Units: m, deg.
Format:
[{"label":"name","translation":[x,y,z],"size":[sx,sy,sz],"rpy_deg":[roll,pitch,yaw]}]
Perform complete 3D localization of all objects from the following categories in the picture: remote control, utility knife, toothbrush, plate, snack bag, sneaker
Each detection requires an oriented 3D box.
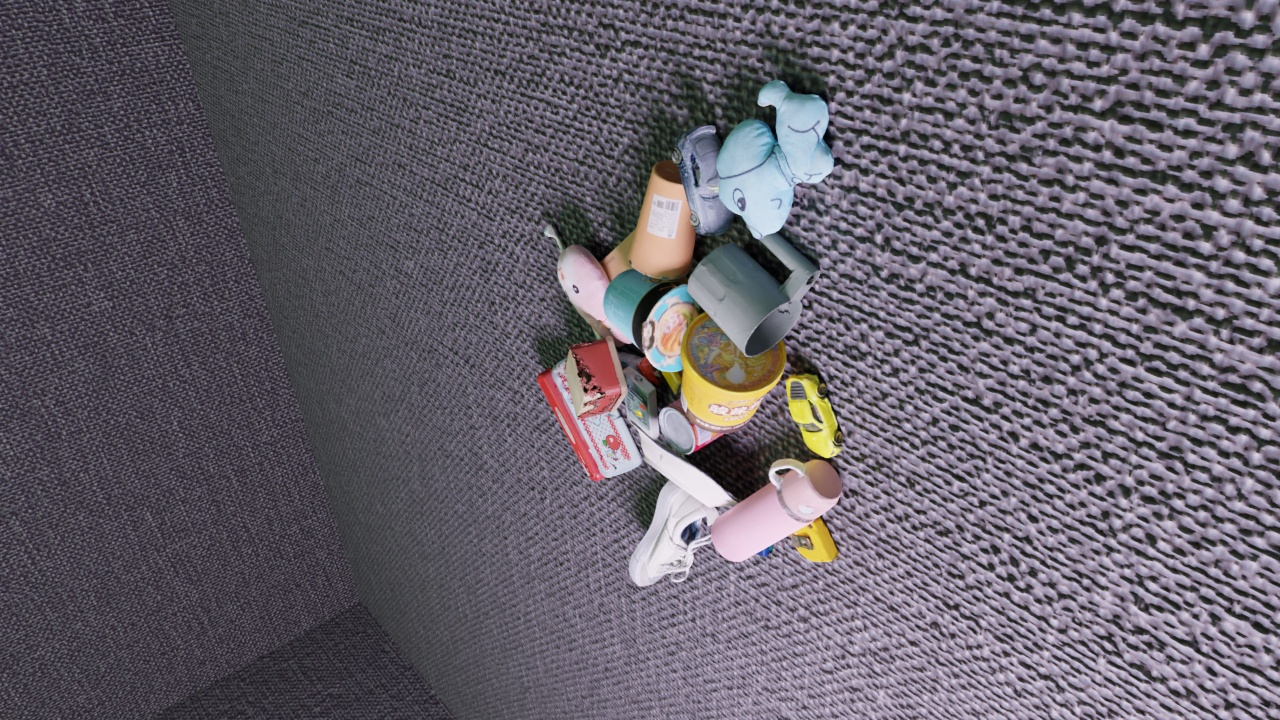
[{"label":"remote control","translation":[0.000,0.064,1.303],"size":[0.056,0.019,0.135],"rpy_deg":[41,157,26]},{"label":"utility knife","translation":[0.015,-0.026,1.228],"size":[0.154,0.015,0.033],"rpy_deg":[60,154,3]},{"label":"toothbrush","translation":[-0.094,-0.111,1.346],"size":[0.020,0.029,0.189],"rpy_deg":[-23,96,18]},{"label":"plate","translation":[0.058,0.149,1.215],"size":[0.164,0.034,0.163],"rpy_deg":[34,176,39]},{"label":"snack bag","translation":[-0.008,0.008,1.293],"size":[0.104,0.026,0.048],"rpy_deg":[13,128,59]},{"label":"sneaker","translation":[0.055,0.270,1.353],"size":[0.091,0.089,0.243],"rpy_deg":[42,137,24]}]

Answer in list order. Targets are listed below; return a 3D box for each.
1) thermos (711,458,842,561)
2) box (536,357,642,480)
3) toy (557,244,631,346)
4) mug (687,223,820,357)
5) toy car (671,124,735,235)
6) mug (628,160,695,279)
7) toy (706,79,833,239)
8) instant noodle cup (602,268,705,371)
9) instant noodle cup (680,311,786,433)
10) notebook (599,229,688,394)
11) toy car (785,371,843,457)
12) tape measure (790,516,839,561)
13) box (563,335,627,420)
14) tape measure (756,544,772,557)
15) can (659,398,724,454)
[{"label":"thermos","translation":[0.156,0.179,1.117],"size":[0.087,0.067,0.199],"rpy_deg":[31,140,-10]},{"label":"box","translation":[-0.088,0.094,1.455],"size":[0.160,0.064,0.201],"rpy_deg":[-26,92,55]},{"label":"toy","translation":[-0.063,-0.087,1.279],"size":[0.159,0.054,0.121],"rpy_deg":[57,163,-4]},{"label":"mug","translation":[0.124,-0.083,1.002],"size":[0.103,0.083,0.124],"rpy_deg":[48,119,25]},{"label":"toy car","translation":[0.073,-0.196,1.002],"size":[0.037,0.054,0.121],"rpy_deg":[14,124,54]},{"label":"mug","translation":[0.032,-0.166,1.069],"size":[0.078,0.078,0.123],"rpy_deg":[42,139,31]},{"label":"toy","translation":[0.128,-0.198,0.925],"size":[0.156,0.049,0.161],"rpy_deg":[10,122,45]},{"label":"instant noodle cup","translation":[0.015,-0.060,1.130],"size":[0.120,0.111,0.111],"rpy_deg":[34,139,47]},{"label":"instant noodle cup","translation":[0.099,0.018,1.071],"size":[0.118,0.118,0.115],"rpy_deg":[48,153,23]},{"label":"notebook","translation":[0.031,-0.069,1.200],"size":[0.211,0.012,0.150],"rpy_deg":[61,148,3]},{"label":"toy car","translation":[0.194,0.064,1.039],"size":[0.048,0.032,0.105],"rpy_deg":[-6,110,57]},{"label":"tape measure","translation":[0.210,0.222,1.135],"size":[0.057,0.028,0.060],"rpy_deg":[-21,95,59]},{"label":"box","translation":[-0.074,0.032,1.307],"size":[0.168,0.077,0.091],"rpy_deg":[120,135,-75]},{"label":"tape measure","translation":[0.152,0.231,1.231],"size":[0.058,0.025,0.054],"rpy_deg":[18,125,44]},{"label":"can","translation":[0.079,0.069,1.152],"size":[0.066,0.093,0.067],"rpy_deg":[36,140,37]}]
